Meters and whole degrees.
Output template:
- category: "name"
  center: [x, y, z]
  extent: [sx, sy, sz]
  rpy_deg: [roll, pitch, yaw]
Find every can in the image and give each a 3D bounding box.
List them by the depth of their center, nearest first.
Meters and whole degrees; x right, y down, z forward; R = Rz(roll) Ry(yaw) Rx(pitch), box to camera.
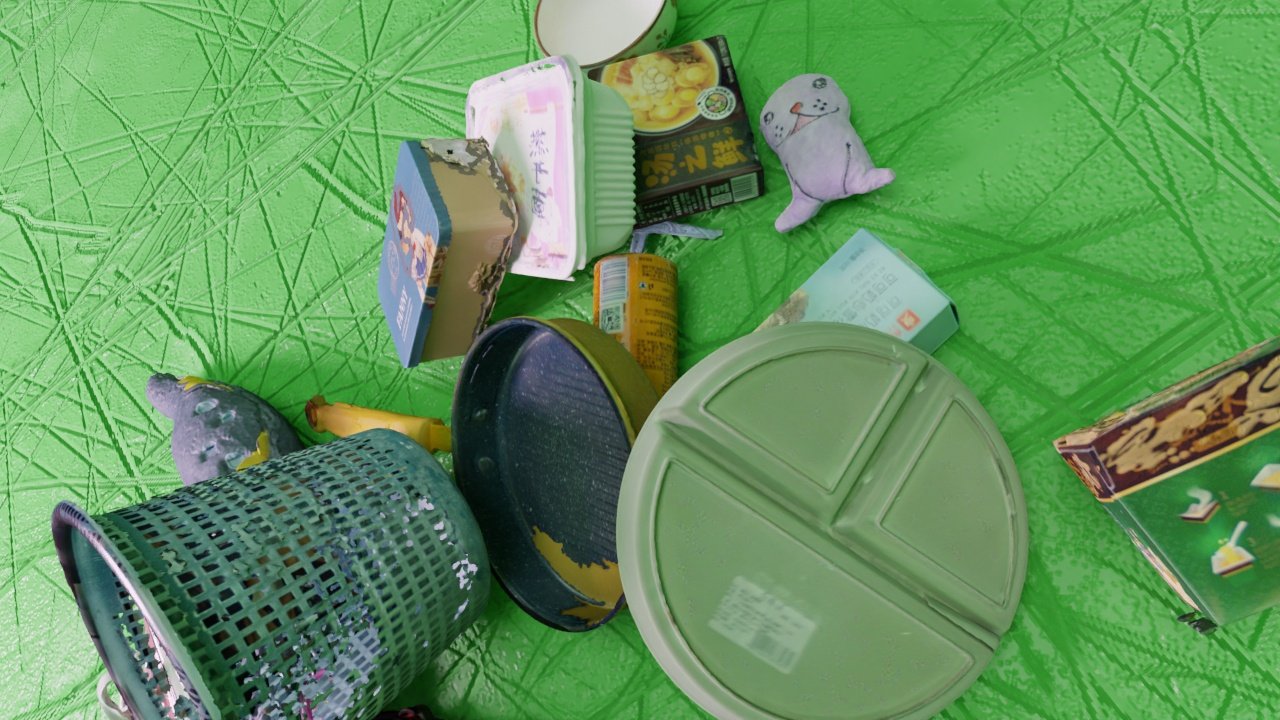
- category: "can"
  center: [-0.004, 0.004, 0.615]
  extent: [0.058, 0.058, 0.146]
  rpy_deg: [-6, 75, 24]

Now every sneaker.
- category: "sneaker"
  center: [-0.343, 0.253, 0.683]
  extent: [0.087, 0.118, 0.241]
  rpy_deg: [-29, 67, -8]

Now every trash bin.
- category: "trash bin"
  center: [-0.210, 0.147, 0.571]
  extent: [0.227, 0.194, 0.227]
  rpy_deg: [25, 128, 36]

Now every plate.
- category: "plate"
  center: [0.102, 0.091, 0.488]
  extent: [0.230, 0.027, 0.230]
  rpy_deg: [1, 84, -7]

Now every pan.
- category: "pan"
  center: [-0.119, 0.060, 0.624]
  extent: [0.358, 0.078, 0.198]
  rpy_deg: [12, 106, 46]

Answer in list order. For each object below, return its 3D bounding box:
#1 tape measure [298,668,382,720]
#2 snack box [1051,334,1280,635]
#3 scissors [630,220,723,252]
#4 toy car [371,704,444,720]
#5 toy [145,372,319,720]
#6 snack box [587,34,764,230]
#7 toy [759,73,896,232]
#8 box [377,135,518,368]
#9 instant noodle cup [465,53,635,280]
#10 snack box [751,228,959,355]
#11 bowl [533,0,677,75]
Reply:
- category: "tape measure"
  center: [-0.211, 0.242, 0.656]
  extent: [0.058, 0.039, 0.057]
  rpy_deg: [31, 85, 25]
- category: "snack box"
  center: [0.282, 0.058, 0.440]
  extent: [0.118, 0.118, 0.105]
  rpy_deg: [-30, 76, 15]
- category: "scissors"
  center: [-0.001, -0.105, 0.678]
  extent: [0.133, 0.017, 0.133]
  rpy_deg: [10, 79, 24]
- category: "toy car"
  center: [-0.132, 0.255, 0.584]
  extent: [0.156, 0.071, 0.041]
  rpy_deg: [-2, 94, 34]
- category: "toy"
  center: [-0.315, 0.110, 0.721]
  extent: [0.138, 0.091, 0.356]
  rpy_deg: [-46, 57, 21]
- category: "snack box"
  center: [0.015, -0.157, 0.654]
  extent: [0.126, 0.053, 0.113]
  rpy_deg: [-14, 71, 5]
- category: "toy"
  center: [0.116, -0.145, 0.619]
  extent: [0.084, 0.039, 0.108]
  rpy_deg: [-25, 66, 22]
- category: "box"
  center: [-0.145, -0.071, 0.664]
  extent: [0.089, 0.062, 0.185]
  rpy_deg: [63, 145, 28]
- category: "instant noodle cup"
  center: [-0.061, -0.129, 0.628]
  extent: [0.174, 0.060, 0.138]
  rpy_deg: [14, 108, 56]
- category: "snack box"
  center: [0.106, 0.007, 0.568]
  extent: [0.175, 0.051, 0.074]
  rpy_deg: [-45, 60, 7]
- category: "bowl"
  center: [-0.020, -0.260, 0.708]
  extent: [0.114, 0.062, 0.113]
  rpy_deg: [-8, 71, 22]
